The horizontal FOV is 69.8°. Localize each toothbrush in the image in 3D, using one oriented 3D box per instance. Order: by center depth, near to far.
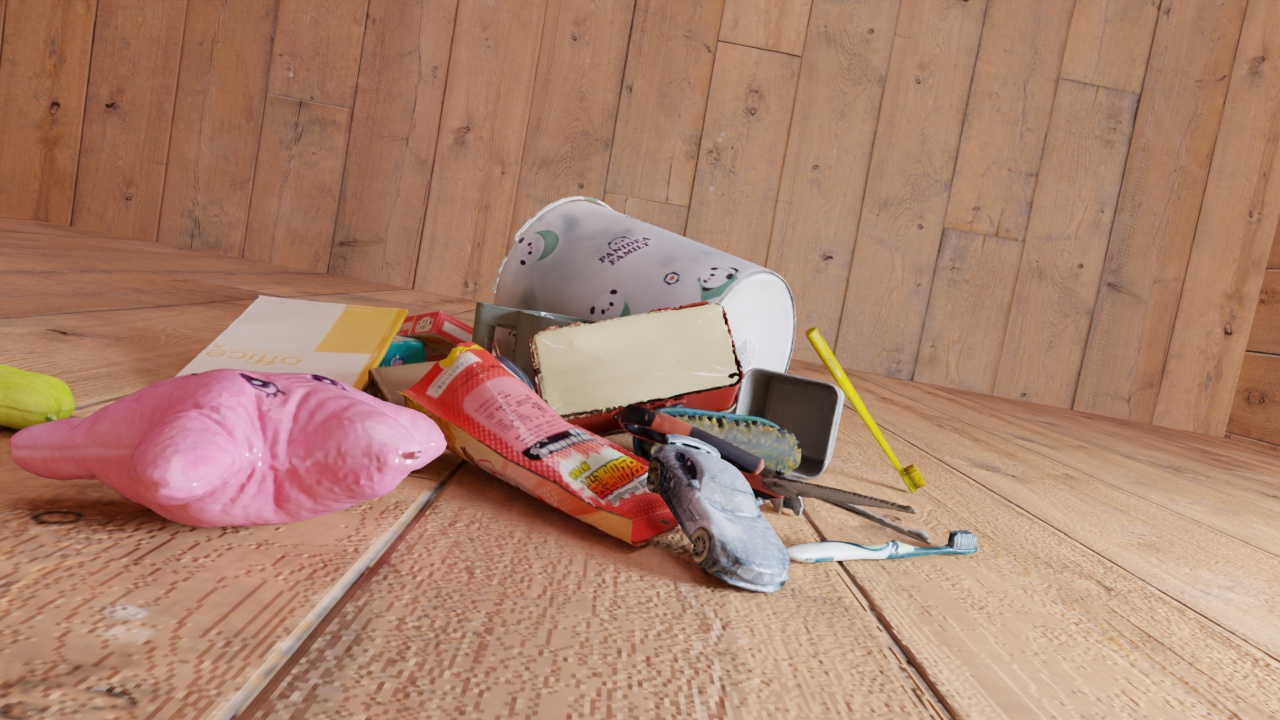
[{"bbox_3d":[0.162,0.121,0.599,0.191,0.018,0.016,7,5,-36],"label":"toothbrush"},{"bbox_3d":[0.206,0.046,0.833,0.017,0.190,0.015,-32,16,17],"label":"toothbrush"}]

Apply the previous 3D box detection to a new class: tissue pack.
[{"bbox_3d":[-0.276,-0.003,0.891,0.093,0.050,0.133,13,6,13],"label":"tissue pack"}]

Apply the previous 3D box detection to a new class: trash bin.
[{"bbox_3d":[0.009,-0.036,0.971,0.252,0.230,0.229,22,11,35],"label":"trash bin"}]

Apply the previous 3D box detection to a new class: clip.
[{"bbox_3d":[0.106,0.099,0.689,0.036,0.025,0.058,3,11,-7],"label":"clip"}]

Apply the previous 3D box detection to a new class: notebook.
[{"bbox_3d":[-0.296,-0.014,0.803,0.146,0.010,0.206,5,22,-4],"label":"notebook"}]

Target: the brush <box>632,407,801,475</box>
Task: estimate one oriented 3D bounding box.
[{"bbox_3d":[0.058,0.069,0.754,0.143,0.055,0.073,8,2,-24],"label":"brush"}]

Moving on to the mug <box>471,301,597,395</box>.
[{"bbox_3d":[-0.099,0.006,0.854,0.124,0.103,0.083,10,5,3],"label":"mug"}]

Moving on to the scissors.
[{"bbox_3d":[0.078,0.076,0.610,0.189,0.015,0.227,31,-18,-13],"label":"scissors"}]

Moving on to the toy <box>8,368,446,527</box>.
[{"bbox_3d":[-0.170,0.042,0.449,0.179,0.074,0.194,3,2,27],"label":"toy"}]

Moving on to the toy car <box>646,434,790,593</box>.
[{"bbox_3d":[0.044,0.084,0.520,0.054,0.037,0.120,20,20,-28],"label":"toy car"}]

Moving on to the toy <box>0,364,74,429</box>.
[{"bbox_3d":[-0.377,0.019,0.543,0.100,0.031,0.096,11,3,15],"label":"toy"}]

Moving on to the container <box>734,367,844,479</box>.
[{"bbox_3d":[0.146,0.058,0.882,0.090,0.090,0.114,13,3,18],"label":"container"}]

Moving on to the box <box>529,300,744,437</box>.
[{"bbox_3d":[-0.004,0.005,0.765,0.168,0.091,0.078,-10,-24,-7],"label":"box"}]

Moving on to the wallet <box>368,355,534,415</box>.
[{"bbox_3d":[-0.150,0.023,0.725,0.115,0.033,0.090,-4,21,-27],"label":"wallet"}]

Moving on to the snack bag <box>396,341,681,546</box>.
[{"bbox_3d":[-0.055,0.059,0.604,0.208,0.073,0.128,26,12,29],"label":"snack bag"}]

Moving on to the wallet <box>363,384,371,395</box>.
[{"bbox_3d":[-0.168,0.038,0.781,0.125,0.032,0.101,11,8,13],"label":"wallet"}]

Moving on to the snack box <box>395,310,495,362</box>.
[{"bbox_3d":[-0.231,-0.020,0.988,0.153,0.025,0.075,-5,-26,44],"label":"snack box"}]
